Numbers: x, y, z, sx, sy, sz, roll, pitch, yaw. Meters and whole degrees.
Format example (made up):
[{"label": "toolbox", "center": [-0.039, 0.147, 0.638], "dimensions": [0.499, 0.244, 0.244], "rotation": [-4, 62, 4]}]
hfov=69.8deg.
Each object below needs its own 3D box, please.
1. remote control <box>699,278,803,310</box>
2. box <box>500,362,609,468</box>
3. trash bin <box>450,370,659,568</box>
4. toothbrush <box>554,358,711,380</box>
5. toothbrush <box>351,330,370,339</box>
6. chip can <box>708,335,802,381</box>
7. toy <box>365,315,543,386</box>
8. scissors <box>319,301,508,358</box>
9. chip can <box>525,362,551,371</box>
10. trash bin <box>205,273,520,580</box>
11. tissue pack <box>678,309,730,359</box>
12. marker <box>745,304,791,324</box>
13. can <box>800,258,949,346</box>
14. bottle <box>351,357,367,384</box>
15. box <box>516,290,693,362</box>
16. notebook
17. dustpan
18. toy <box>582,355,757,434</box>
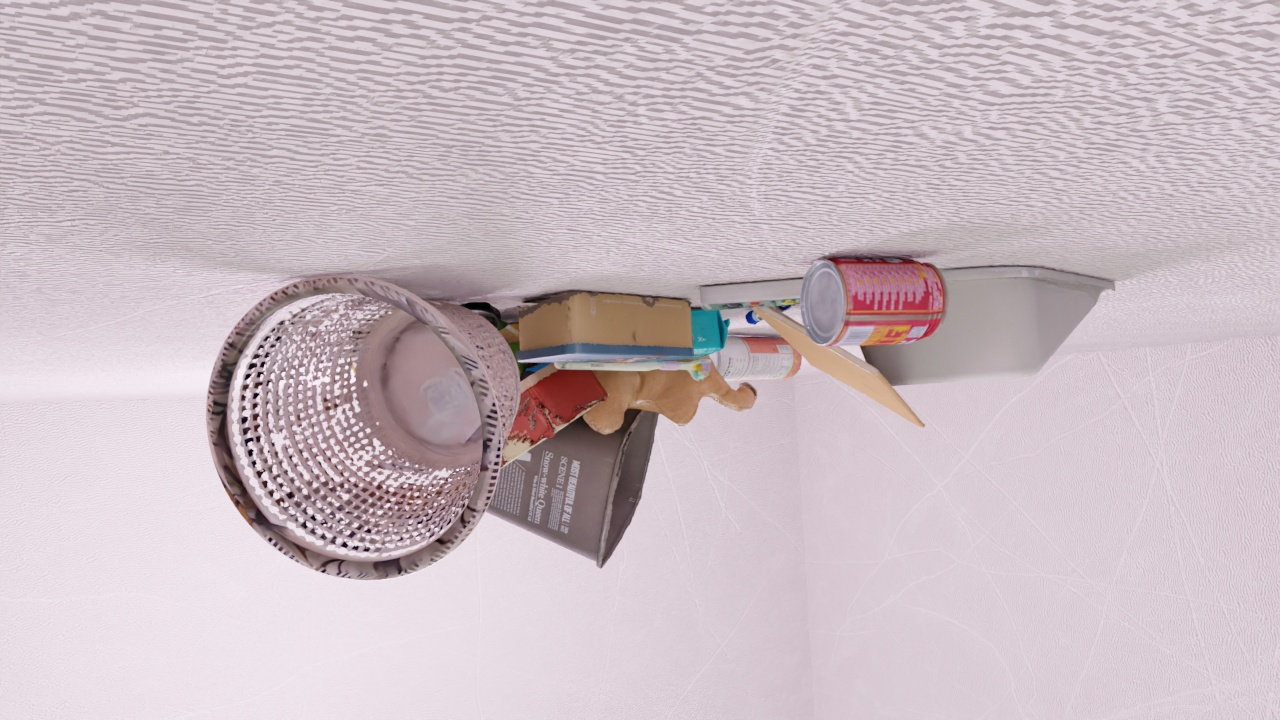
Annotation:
[{"label": "remote control", "center": [0.122, -0.059, 0.817], "dimensions": [0.135, 0.019, 0.056], "rotation": [-4, 176, 10]}, {"label": "box", "center": [-0.113, 0.064, 0.990], "dimensions": [0.091, 0.080, 0.169], "rotation": [-32, 179, -41]}, {"label": "trash bin", "center": [-0.109, 0.120, 1.176], "dimensions": [0.220, 0.199, 0.198], "rotation": [16, -158, 10]}, {"label": "toothbrush", "center": [-0.006, 0.006, 0.967], "dimensions": [0.189, 0.029, 0.020], "rotation": [3, -148, -32]}, {"label": "toothbrush", "center": [-0.236, -0.030, 1.052], "dimensions": [0.185, 0.017, 0.012], "rotation": [-4, 175, -25]}, {"label": "chip can", "center": [0.157, -0.003, 1.381], "dimensions": [0.071, 0.071, 0.214], "rotation": [-6, 176, 43]}, {"label": "toy", "center": [-0.184, 0.006, 0.975], "dimensions": [0.226, 0.090, 0.247], "rotation": [-6, 165, -15]}, {"label": "scissors", "center": [-0.209, -0.024, 0.853], "dimensions": [0.172, 0.014, 0.147], "rotation": [23, 129, -20]}, {"label": "chip can", "center": [-0.068, 0.001, 1.246], "dimensions": [0.211, 0.071, 0.071], "rotation": [-5, 176, 25]}, {"label": "trash bin", "center": [-0.194, 0.037, 0.746], "dimensions": [0.228, 0.227, 0.192], "rotation": [-4, -171, 11]}, {"label": "tissue pack", "center": [0.028, -0.028, 1.004], "dimensions": [0.133, 0.050, 0.093], "rotation": [-3, 174, -12]}, {"label": "marker", "center": [0.134, -0.053, 0.959], "dimensions": [0.017, 0.017, 0.146], "rotation": [-3, 177, -6]}, {"label": "can", "center": [0.178, -0.045, 0.699], "dimensions": [0.093, 0.066, 0.067], "rotation": [-2, 177, -18]}, {"label": "bottle", "center": [-0.297, 0.008, 1.084], "dimensions": [0.063, 0.063, 0.108], "rotation": [-3, 163, 5]}, {"label": "box", "center": [-0.035, -0.028, 0.862], "dimensions": [0.184, 0.061, 0.090], "rotation": [-2, 176, -44]}, {"label": "notebook", "center": [0.201, 0.005, 0.920], "dimensions": [0.149, 0.012, 0.211], "rotation": [34, -179, 32]}, {"label": "dustpan", "center": [0.314, -0.069, 0.907], "dimensions": [0.223, 0.143, 0.256], "rotation": [-6, -155, 41]}, {"label": "toy", "center": [0.027, 0.015, 1.085], "dimensions": [0.226, 0.143, 0.083], "rotation": [-4, 158, -10]}]
